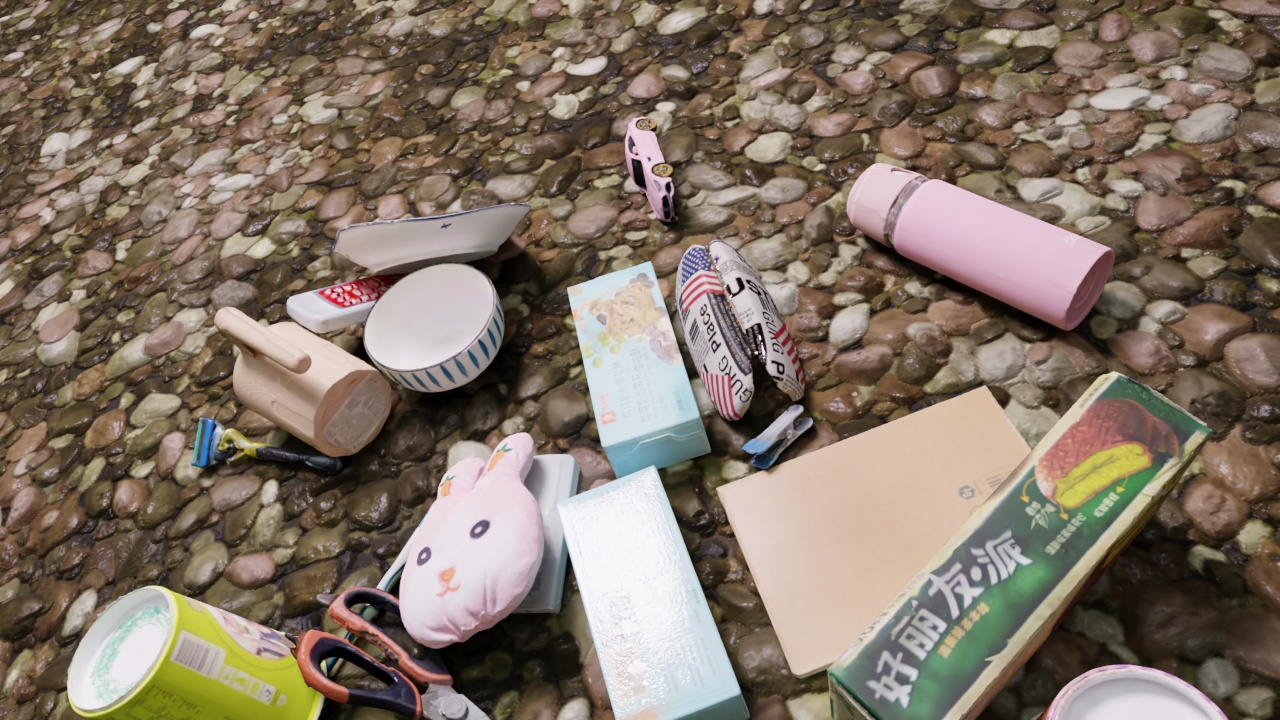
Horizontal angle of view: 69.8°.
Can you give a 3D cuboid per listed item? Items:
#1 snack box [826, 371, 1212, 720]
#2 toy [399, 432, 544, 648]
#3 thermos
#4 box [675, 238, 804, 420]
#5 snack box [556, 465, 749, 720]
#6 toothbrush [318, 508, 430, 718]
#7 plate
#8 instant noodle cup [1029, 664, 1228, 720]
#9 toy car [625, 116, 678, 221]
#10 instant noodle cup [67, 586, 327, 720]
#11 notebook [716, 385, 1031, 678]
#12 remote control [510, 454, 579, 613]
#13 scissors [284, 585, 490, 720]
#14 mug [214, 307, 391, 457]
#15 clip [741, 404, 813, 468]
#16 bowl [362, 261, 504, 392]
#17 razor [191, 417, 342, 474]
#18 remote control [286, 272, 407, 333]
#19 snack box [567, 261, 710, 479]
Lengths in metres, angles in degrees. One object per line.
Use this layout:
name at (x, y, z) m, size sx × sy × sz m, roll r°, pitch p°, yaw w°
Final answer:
snack box at (0.205, 0.123, 0.509) m, size 0.239 × 0.114 × 0.063 m, roll -42°, pitch 59°, yaw -13°
toy at (-0.115, 0.120, 0.638) m, size 0.121 × 0.054 × 0.159 m, roll -29°, pitch 36°, yaw 21°
thermos at (0.261, -0.096, 0.716) m, size 0.087 × 0.067 × 0.199 m, roll -17°, pitch 39°, yaw -40°
box at (0.064, -0.025, 0.720) m, size 0.087 × 0.076 × 0.162 m, roll -30°, pitch 50°, yaw 18°
snack box at (0.004, 0.158, 0.593) m, size 0.074 × 0.052 × 0.174 m, roll -21°, pitch 50°, yaw -2°
toothbrush at (-0.188, 0.176, 0.661) m, size 0.018 × 0.016 × 0.191 m, roll 22°, pitch 61°, yaw 19°
plate at (-0.185, -0.102, 0.810) m, size 0.163 × 0.034 × 0.164 m, roll -12°, pitch 4°, yaw -19°
instant noodle cup at (0.240, 0.206, 0.452) m, size 0.112 × 0.099 × 0.111 m, roll -9°, pitch 49°, yaw 10°
toy car at (0.009, -0.179, 0.858) m, size 0.037 × 0.056 × 0.122 m, roll -16°, pitch 50°, yaw -1°
instant noodle cup at (-0.285, 0.204, 0.585) m, size 0.112 × 0.123 × 0.111 m, roll -16°, pitch 47°, yaw 18°
notebook at (0.171, 0.107, 0.611) m, size 0.207 × 0.008 × 0.147 m, roll -21°, pitch 50°, yaw 0°
remote control at (-0.075, 0.123, 0.663) m, size 0.049 × 0.024 × 0.124 m, roll -6°, pitch 52°, yaw 14°
scissors at (-0.141, 0.223, 0.581) m, size 0.185 × 0.015 × 0.208 m, roll 2°, pitch 34°, yaw -21°
mug at (-0.276, 0.013, 0.747) m, size 0.104 × 0.125 × 0.084 m, roll 24°, pitch 66°, yaw 29°
clip at (0.101, 0.055, 0.666) m, size 0.058 × 0.038 × 0.026 m, roll -42°, pitch 19°, yaw -21°
bowl at (-0.167, -0.019, 0.777) m, size 0.116 × 0.066 × 0.116 m, roll -9°, pitch 51°, yaw 11°
razor at (-0.311, 0.077, 0.773) m, size 0.143 × 0.022 × 0.042 m, roll 6°, pitch 88°, yaw 16°
remote control at (-0.243, -0.056, 0.819) m, size 0.056 × 0.020 × 0.135 m, roll 28°, pitch 34°, yaw 33°
snack box at (-0.004, 0.004, 0.718) m, size 0.074 × 0.052 × 0.174 m, roll -17°, pitch 49°, yaw 2°
